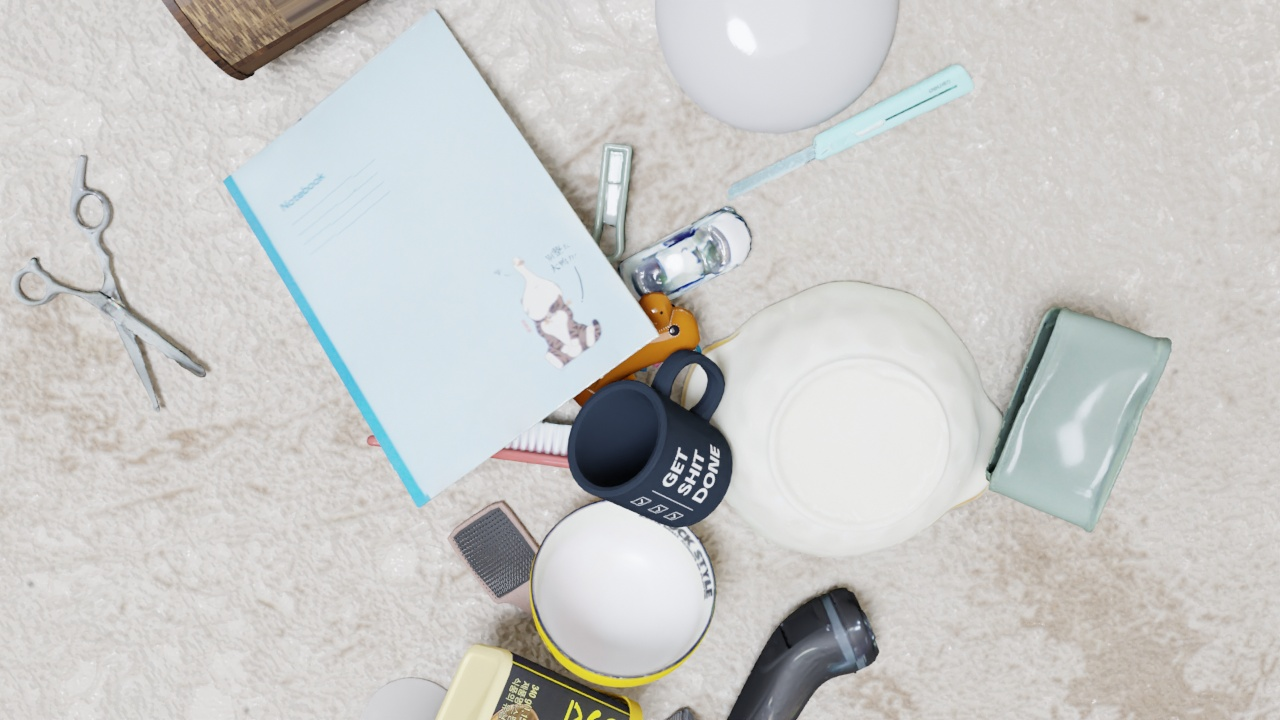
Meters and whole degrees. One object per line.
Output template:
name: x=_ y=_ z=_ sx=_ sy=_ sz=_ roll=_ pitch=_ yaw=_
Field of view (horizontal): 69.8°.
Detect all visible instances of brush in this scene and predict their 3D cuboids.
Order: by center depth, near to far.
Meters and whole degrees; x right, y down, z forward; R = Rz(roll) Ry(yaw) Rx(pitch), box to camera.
brush: x=-0.095 y=0.052 z=0.609 sx=0.172 sy=0.041 sz=0.030 roll=6 pitch=83 yaw=3
brush: x=-0.078 y=0.163 z=0.637 sx=0.050 sy=0.015 sz=0.135 roll=-34 pitch=98 yaw=8

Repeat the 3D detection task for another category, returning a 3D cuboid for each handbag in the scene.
handbag: x=0.260 y=0.033 z=0.558 sx=0.067 sy=0.106 sz=0.122 roll=22 pitch=100 yaw=22

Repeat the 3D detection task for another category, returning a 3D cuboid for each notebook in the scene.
notebook: x=-0.130 y=-0.064 z=0.559 sx=0.181 sy=0.009 sz=0.253 roll=-36 pitch=79 yaw=9

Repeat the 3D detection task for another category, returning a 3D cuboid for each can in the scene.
can: x=-0.077 y=0.256 z=0.565 sx=0.104 sy=0.075 sz=0.135 roll=33 pitch=65 yaw=-23

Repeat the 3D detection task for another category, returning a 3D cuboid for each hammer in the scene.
hammer: x=-0.054 y=0.389 z=0.668 sx=0.322 sy=0.044 sz=0.098 roll=-42 pitch=97 yaw=11

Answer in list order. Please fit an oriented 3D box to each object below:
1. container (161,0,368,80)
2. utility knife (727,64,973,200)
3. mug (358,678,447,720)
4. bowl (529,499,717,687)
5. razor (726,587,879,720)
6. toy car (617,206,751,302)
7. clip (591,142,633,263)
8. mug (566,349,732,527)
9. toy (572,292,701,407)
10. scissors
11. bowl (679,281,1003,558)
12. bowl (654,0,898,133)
container: x=-0.184 y=-0.255 z=0.511 sx=0.167 sy=0.132 sz=0.132 roll=-26 pitch=99 yaw=0
utility knife: x=0.128 y=-0.141 z=0.575 sx=0.166 sy=0.015 sz=0.022 roll=-25 pitch=130 yaw=7
mug: x=-0.147 y=0.274 z=0.621 sx=0.110 sy=0.090 sz=0.074 roll=5 pitch=100 yaw=1
bowl: x=-0.014 y=0.156 z=0.597 sx=0.117 sy=0.068 sz=0.117 roll=3 pitch=57 yaw=-5
razor: x=0.108 y=0.218 z=0.625 sx=0.063 sy=0.053 sz=0.141 roll=32 pitch=102 yaw=-12
toy car: x=0.029 y=-0.064 z=0.585 sx=0.090 sy=0.027 sz=0.039 roll=-28 pitch=97 yaw=6
clip: x=-0.018 y=-0.099 z=0.580 sx=0.023 sy=0.042 sz=0.076 roll=7 pitch=101 yaw=2
mug: x=0.015 y=0.044 z=0.559 sx=0.077 sy=0.071 sz=0.105 roll=33 pitch=86 yaw=-48
toy: x=-0.004 y=0.003 z=0.584 sx=0.090 sy=0.070 sz=0.103 roll=-13 pitch=131 yaw=5
scissors: x=-0.346 y=-0.049 z=0.607 sx=0.141 sy=0.014 sz=0.158 roll=17 pitch=100 yaw=1
bowl: x=0.134 y=0.047 z=0.586 sx=0.219 sy=0.060 sz=0.188 roll=13 pitch=101 yaw=0
bowl: x=0.084 y=-0.212 z=0.545 sx=0.149 sy=0.043 sz=0.149 roll=0 pitch=102 yaw=0
